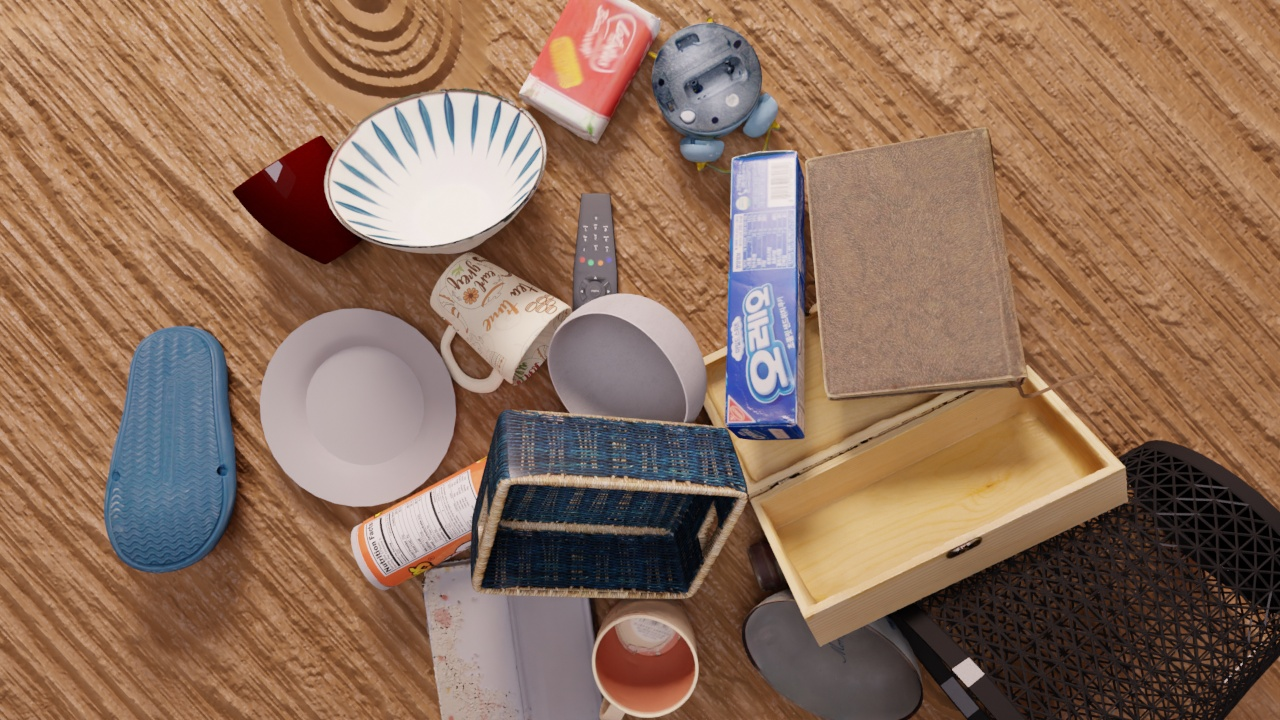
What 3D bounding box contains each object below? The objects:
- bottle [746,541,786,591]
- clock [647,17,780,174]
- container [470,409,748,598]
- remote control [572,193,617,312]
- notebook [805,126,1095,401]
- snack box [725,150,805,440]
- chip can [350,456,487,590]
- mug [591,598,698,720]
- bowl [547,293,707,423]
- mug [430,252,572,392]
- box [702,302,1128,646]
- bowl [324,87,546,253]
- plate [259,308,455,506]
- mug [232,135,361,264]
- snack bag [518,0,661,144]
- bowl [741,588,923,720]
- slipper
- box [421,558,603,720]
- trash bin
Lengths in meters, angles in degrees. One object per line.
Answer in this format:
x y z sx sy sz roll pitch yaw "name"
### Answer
0.172 0.150 0.774 0.162 0.056 0.056 -20 92 4 "bottle"
0.061 -0.215 0.760 0.089 0.051 0.124 -29 93 3 "clock"
-0.030 0.114 0.712 0.187 0.071 0.146 6 132 -17 "container"
-0.039 -0.081 0.793 0.039 0.010 0.125 1 94 3 "remote control"
0.230 -0.074 0.711 0.190 0.034 0.215 -5 71 17 "notebook"
0.100 -0.052 0.726 0.059 0.059 0.226 -3 74 16 "snack box"
-0.139 0.121 0.785 0.210 0.062 0.062 -28 92 4 "chip can"
-0.002 0.248 0.766 0.085 0.104 0.111 29 95 1 "mug"
-0.004 0.004 0.754 0.132 0.064 0.132 18 128 25 "bowl"
-0.130 -0.025 0.781 0.097 0.080 0.122 36 121 7 "mug"
0.197 0.057 0.731 0.247 0.097 0.260 -26 63 4 "box"
-0.160 -0.137 0.752 0.177 0.071 0.177 -2 56 3 "bowl"
-0.246 0.040 0.807 0.173 0.019 0.173 0 94 3 "plate"
-0.267 -0.136 0.776 0.113 0.087 0.088 -41 111 -22 "mug"
-0.043 -0.251 0.770 0.077 0.036 0.116 30 95 1 "snack bag"
0.165 0.235 0.765 0.151 0.056 0.151 18 132 21 "bowl"
-0.400 0.076 0.800 0.104 0.059 0.213 1 80 -5 "slipper"
-0.106 0.277 0.808 0.148 0.042 0.216 -7 94 7 "box"
0.355 0.200 0.701 0.243 0.217 0.217 -39 91 -2 "trash bin"
